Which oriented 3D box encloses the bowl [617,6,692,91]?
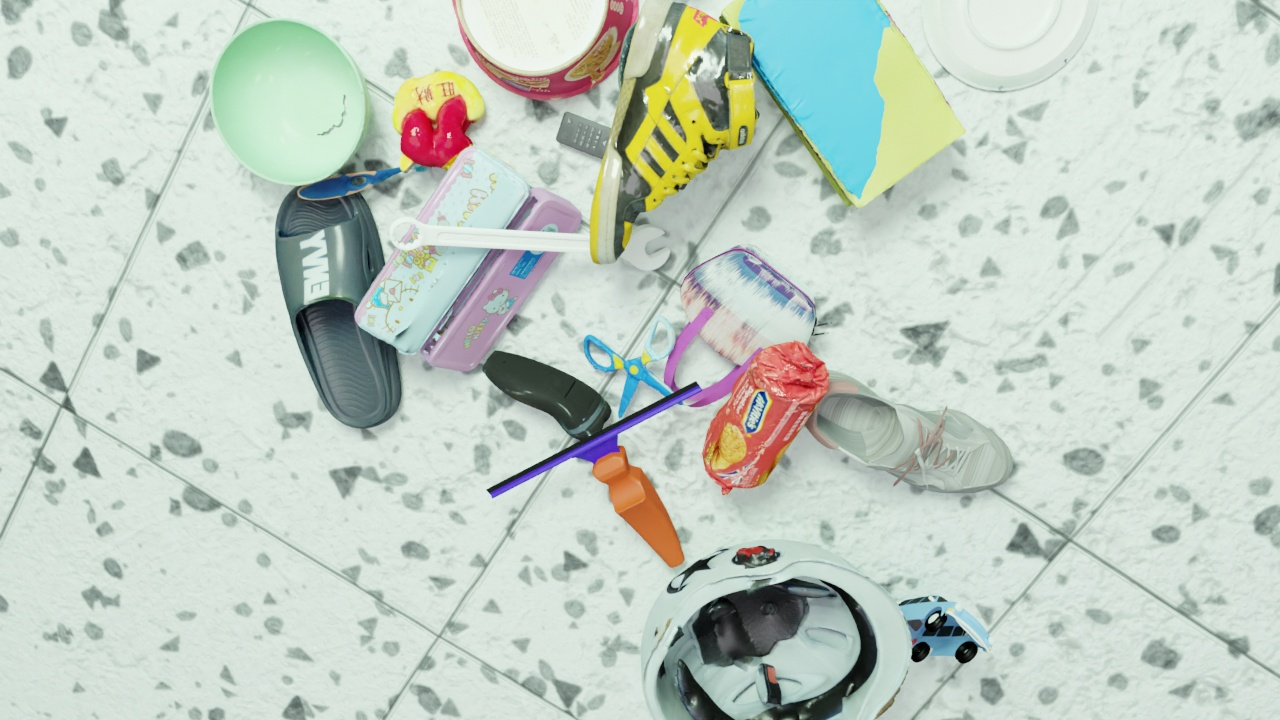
[{"bbox_3d":[0.035,-0.272,0.851,0.110,0.055,0.110,3,116,6],"label":"bowl"}]

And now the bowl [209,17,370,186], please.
[{"bbox_3d":[-0.325,-0.247,0.884,0.151,0.077,0.151,1,105,5],"label":"bowl"}]

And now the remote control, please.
[{"bbox_3d":[-0.015,-0.206,0.898,0.136,0.015,0.032,21,106,2],"label":"remote control"}]

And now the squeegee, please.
[{"bbox_3d":[-0.006,0.145,0.969,0.250,0.055,0.185,-28,109,13],"label":"squeegee"}]

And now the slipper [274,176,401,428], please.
[{"bbox_3d":[-0.318,-0.049,0.936,0.111,0.083,0.268,-6,105,9],"label":"slipper"}]

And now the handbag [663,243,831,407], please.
[{"bbox_3d":[0.088,-0.023,0.919,0.144,0.068,0.170,37,112,-6],"label":"handbag"}]

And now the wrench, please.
[{"bbox_3d":[-0.097,-0.113,0.870,0.273,0.009,0.047,0,121,-22],"label":"wrench"}]

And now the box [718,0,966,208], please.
[{"bbox_3d":[0.180,-0.261,0.835,0.124,0.082,0.221,-37,96,12],"label":"box"}]

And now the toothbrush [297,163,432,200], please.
[{"bbox_3d":[-0.269,-0.179,0.905,0.135,0.017,0.021,-17,120,-13],"label":"toothbrush"}]

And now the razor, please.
[{"bbox_3d":[-0.099,0.036,0.957,0.140,0.052,0.064,28,138,4],"label":"razor"}]

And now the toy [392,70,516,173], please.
[{"bbox_3d":[-0.186,-0.211,0.888,0.105,0.067,0.137,-34,101,-9],"label":"toy"}]

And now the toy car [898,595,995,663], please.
[{"bbox_3d":[0.302,0.272,0.940,0.056,0.154,0.054,46,67,2],"label":"toy car"}]

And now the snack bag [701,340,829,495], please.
[{"bbox_3d":[0.118,0.054,0.900,0.082,0.082,0.177,24,129,-1],"label":"snack bag"}]

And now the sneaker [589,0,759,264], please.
[{"bbox_3d":[0.033,-0.187,0.811,0.122,0.085,0.239,16,114,4],"label":"sneaker"}]

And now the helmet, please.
[{"bbox_3d":[0.130,0.285,0.941,0.264,0.163,0.236,-27,105,5],"label":"helmet"}]

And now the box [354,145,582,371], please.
[{"bbox_3d":[-0.166,-0.089,0.894,0.149,0.051,0.214,26,109,-37],"label":"box"}]

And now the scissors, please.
[{"bbox_3d":[-0.004,0.004,0.937,0.125,0.013,0.131,38,122,12],"label":"scissors"}]

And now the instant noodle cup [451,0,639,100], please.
[{"bbox_3d":[-0.093,-0.331,0.840,0.179,0.077,0.179,1,105,5],"label":"instant noodle cup"}]

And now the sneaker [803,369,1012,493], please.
[{"bbox_3d":[0.264,0.082,0.910,0.236,0.089,0.099,20,106,0],"label":"sneaker"}]

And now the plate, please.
[{"bbox_3d":[0.336,-0.326,0.833,0.157,0.014,0.157,1,105,5],"label":"plate"}]
